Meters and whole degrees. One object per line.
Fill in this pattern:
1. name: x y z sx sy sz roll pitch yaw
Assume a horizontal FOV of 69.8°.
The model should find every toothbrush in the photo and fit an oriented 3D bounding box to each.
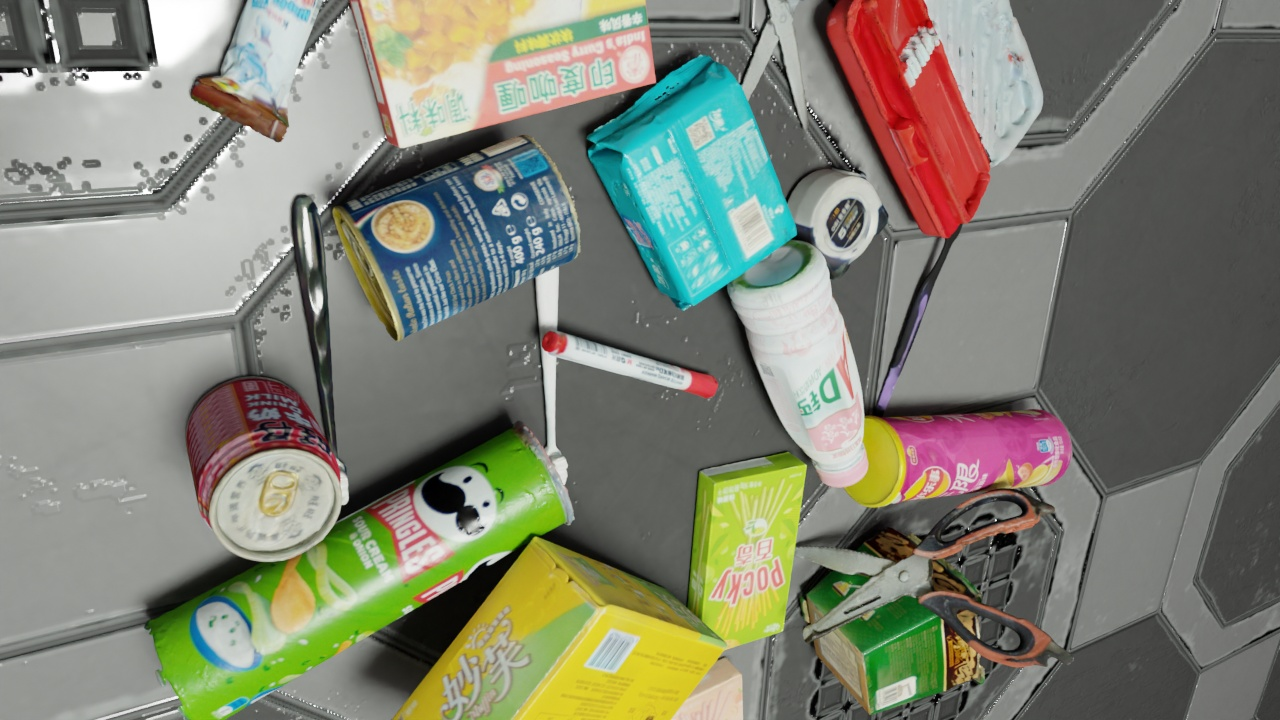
1. toothbrush: -0.176 0.000 0.508 0.015 0.018 0.181 -9 113 -24
2. toothbrush: -0.056 -0.001 0.577 0.016 0.016 0.180 -15 116 -33
3. toothbrush: 0.218 -0.037 0.729 0.014 0.017 0.189 9 108 -24

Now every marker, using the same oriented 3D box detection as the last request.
1. marker: -0.004 0.004 0.600 0.145 0.017 0.017 16 101 -41

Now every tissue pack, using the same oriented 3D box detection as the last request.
1. tissue pack: 0.032 -0.107 0.565 0.093 0.050 0.133 -36 123 -12

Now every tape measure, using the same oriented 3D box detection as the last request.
1. tape measure: 0.134 -0.100 0.639 0.065 0.033 0.066 -47 128 -8

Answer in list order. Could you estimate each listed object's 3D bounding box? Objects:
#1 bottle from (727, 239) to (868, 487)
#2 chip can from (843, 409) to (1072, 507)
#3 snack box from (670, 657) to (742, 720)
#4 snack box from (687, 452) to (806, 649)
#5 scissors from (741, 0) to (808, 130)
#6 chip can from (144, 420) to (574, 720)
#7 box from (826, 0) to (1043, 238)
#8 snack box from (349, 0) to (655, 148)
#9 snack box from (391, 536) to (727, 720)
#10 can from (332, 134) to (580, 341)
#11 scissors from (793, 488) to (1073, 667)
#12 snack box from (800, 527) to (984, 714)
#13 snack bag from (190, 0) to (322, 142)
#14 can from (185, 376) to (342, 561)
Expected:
1. bottle: 0.121 0.011 0.656 0.068 0.068 0.197 -35 125 -14
2. chip can: 0.265 0.077 0.766 0.210 0.071 0.071 -1 110 -31
3. snack box: 0.046 0.330 0.768 0.084 0.026 0.157 -16 117 -24
4. snack box: 0.080 0.152 0.715 0.085 0.026 0.156 -7 113 -27
5. scissors: 0.090 -0.230 0.572 0.174 0.012 0.162 -49 127 -3
6. chip can: -0.157 0.121 0.536 0.235 0.072 0.072 -28 121 -17
7. box: 0.212 -0.204 0.641 0.157 0.039 0.201 -55 128 -19
8. snack box: -0.068 -0.172 0.493 0.155 0.027 0.077 -21 120 -22
9. snack box: -0.046 0.216 0.601 0.157 0.070 0.210 -52 147 -2
10. can: -0.096 -0.067 0.490 0.111 0.075 0.075 -27 121 -19
11. scissors: 0.228 0.166 0.716 0.188 0.226 0.015 -56 149 -26
12. snack box: 0.208 0.225 0.767 0.105 0.117 0.118 -25 123 -15
13. snack bag: -0.173 -0.161 0.437 0.048 0.026 0.104 25 96 -23
14. can: -0.194 0.054 0.471 0.066 0.094 0.067 -12 115 -26
